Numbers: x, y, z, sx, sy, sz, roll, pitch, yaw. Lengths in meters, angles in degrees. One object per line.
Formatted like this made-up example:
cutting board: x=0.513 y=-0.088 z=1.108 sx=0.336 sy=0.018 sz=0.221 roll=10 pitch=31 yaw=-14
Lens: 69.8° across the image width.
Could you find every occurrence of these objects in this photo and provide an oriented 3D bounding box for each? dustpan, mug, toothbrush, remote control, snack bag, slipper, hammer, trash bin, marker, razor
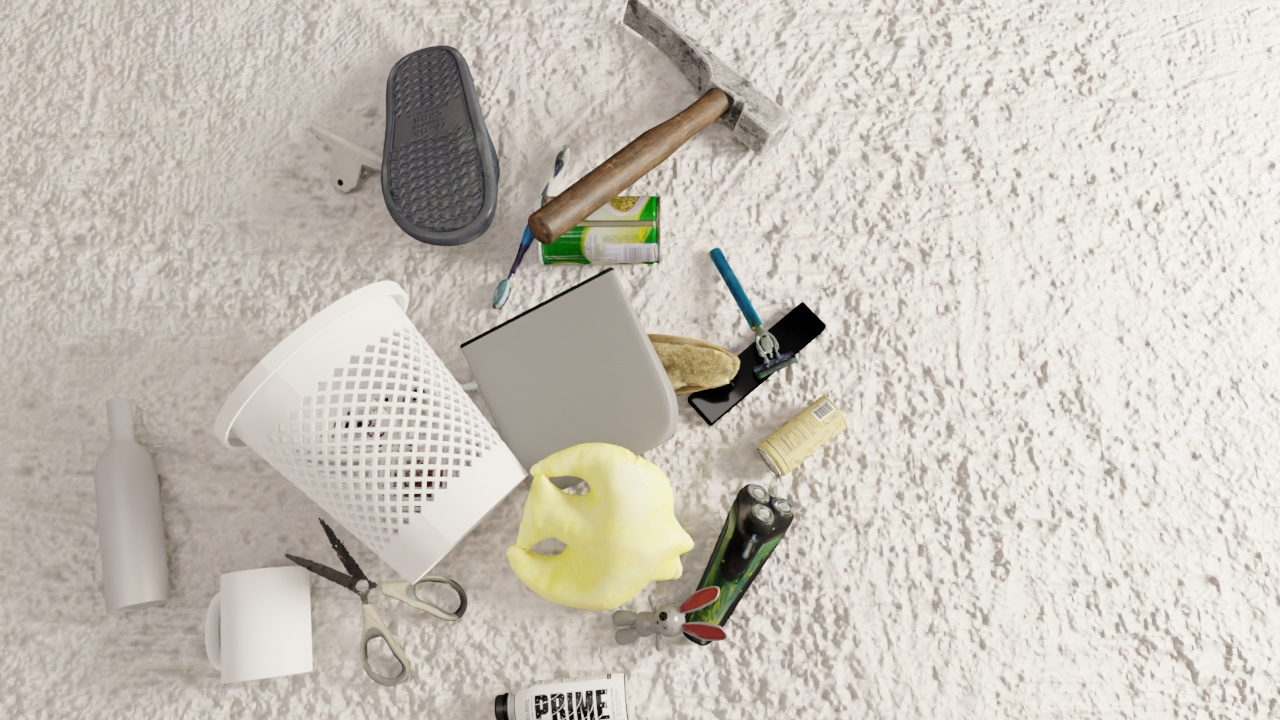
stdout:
dustpan: x=-0.040 y=0.067 z=0.840 sx=0.163 sy=0.033 sz=0.257 roll=-26 pitch=85 yaw=13
mug: x=-0.345 y=0.236 z=0.815 sx=0.111 sy=0.073 sz=0.090 roll=-14 pitch=74 yaw=25
toothbrush: x=-0.109 y=-0.137 z=0.925 sx=0.016 sy=0.017 sz=0.188 roll=20 pitch=78 yaw=8
remote control: x=0.112 y=0.003 z=0.883 sx=0.150 sy=0.013 sz=0.034 roll=-39 pitch=74 yaw=-8
snack bag: x=-0.241 y=0.085 z=0.874 sx=0.158 sy=0.013 sz=0.057 roll=42 pitch=79 yaw=11
slipper: x=-0.198 y=-0.204 z=0.921 sx=0.111 sy=0.083 sz=0.267 roll=-17 pitch=57 yaw=2
hammer: x=-0.022 y=-0.224 z=0.883 sx=0.217 sy=0.037 sz=0.299 roll=42 pitch=60 yaw=11
trash bin: x=-0.213 y=0.072 z=0.785 sx=0.195 sy=0.195 sz=0.199 roll=-44 pitch=89 yaw=-9
marker: x=-0.172 y=0.027 z=0.888 sx=0.152 sy=0.011 sz=0.011 roll=-8 pitch=75 yaw=0
razor: x=0.101 y=-0.052 z=0.884 sx=0.042 sy=0.022 sz=0.144 roll=-24 pitch=67 yaw=-3
razor: x=0.081 y=0.183 z=0.813 sx=0.054 sy=0.067 sz=0.151 roll=29 pitch=86 yaw=13

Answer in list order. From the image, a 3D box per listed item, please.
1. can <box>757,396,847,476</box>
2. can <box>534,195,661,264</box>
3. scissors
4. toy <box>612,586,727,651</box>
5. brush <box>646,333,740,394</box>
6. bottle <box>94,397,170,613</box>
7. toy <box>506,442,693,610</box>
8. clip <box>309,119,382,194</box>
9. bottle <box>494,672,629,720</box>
can: x=0.150 y=0.071 z=0.852 sx=0.079 sy=0.038 sz=0.038 roll=-36 pitch=77 yaw=-7
can: x=-0.040 y=-0.127 z=0.894 sx=0.121 sy=0.067 sz=0.067 roll=0 pitch=75 yaw=1
scissors: x=-0.234 y=0.216 z=0.817 sx=0.157 sy=0.013 sz=0.166 roll=1 pitch=90 yaw=-17
toy: x=0.025 y=0.228 z=0.803 sx=0.112 sy=0.030 sz=0.049 roll=-17 pitch=74 yaw=27
brush: x=-0.005 y=0.005 z=0.860 sx=0.195 sy=0.043 sz=0.059 roll=1 pitch=98 yaw=9
bottle: x=-0.474 y=0.130 z=0.850 sx=0.052 sy=0.052 sz=0.195 roll=-14 pitch=75 yaw=-2
toy: x=-0.033 y=0.152 z=0.801 sx=0.155 sy=0.064 sz=0.171 roll=17 pitch=112 yaw=-6
clip: x=-0.296 y=-0.206 z=0.942 sx=0.102 sy=0.058 sz=0.051 roll=29 pitch=54 yaw=9
bottle: x=-0.068 y=0.298 z=0.799 sx=0.116 sy=0.041 sz=0.041 roll=-5 pitch=75 yaw=0
